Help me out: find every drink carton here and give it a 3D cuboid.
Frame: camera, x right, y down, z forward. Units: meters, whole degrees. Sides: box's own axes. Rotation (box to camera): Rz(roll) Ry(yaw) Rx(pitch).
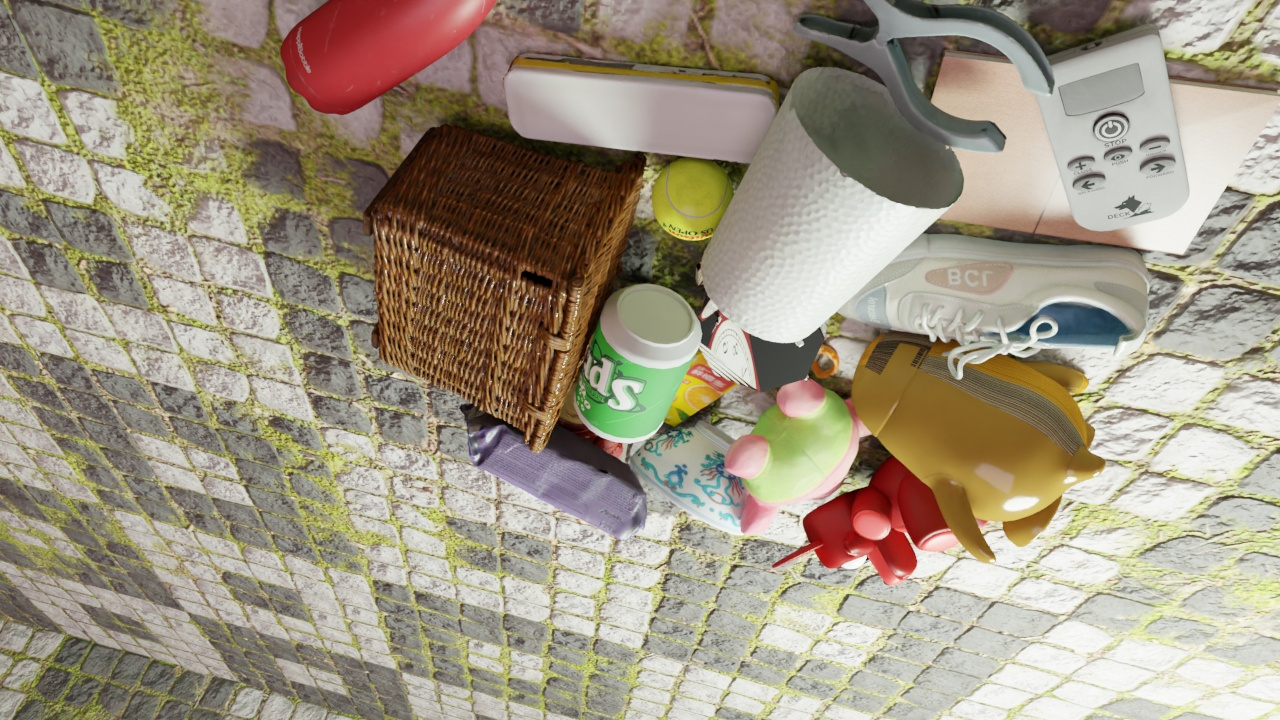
[{"bbox_3d":[0.053,0.015,0.919,0.058,0.042,0.135,29,142,-19],"label":"drink carton"}]

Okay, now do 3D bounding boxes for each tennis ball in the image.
[{"bbox_3d":[0.041,-0.128,0.723,0.065,0.065,0.065,11,143,8],"label":"tennis ball"}]

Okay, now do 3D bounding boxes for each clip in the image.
[{"bbox_3d":[0.190,-0.211,0.574,0.167,0.028,0.128,32,140,-4],"label":"clip"}]

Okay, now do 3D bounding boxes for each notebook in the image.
[{"bbox_3d":[0.304,-0.143,0.651,0.209,0.008,0.142,10,142,9],"label":"notebook"}]

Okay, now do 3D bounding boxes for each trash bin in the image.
[{"bbox_3d":[0.125,-0.101,0.656,0.133,0.133,0.162,24,137,-10],"label":"trash bin"}]

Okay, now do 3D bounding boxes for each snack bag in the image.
[{"bbox_3d":[-0.085,0.101,0.910,0.205,0.096,0.058,31,97,-17],"label":"snack bag"}]

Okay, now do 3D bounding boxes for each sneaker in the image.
[{"bbox_3d":[0.269,-0.040,0.727,0.242,0.090,0.089,2,142,20],"label":"sneaker"}]

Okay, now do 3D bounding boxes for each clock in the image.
[{"bbox_3d":[0.102,-0.045,0.790,0.115,0.064,0.155,3,123,18],"label":"clock"}]

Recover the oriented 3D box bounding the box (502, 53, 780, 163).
[{"bbox_3d":[0.000,-0.191,0.691,0.209,0.033,0.064,8,142,10],"label":"box"}]

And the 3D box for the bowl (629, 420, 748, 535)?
[{"bbox_3d":[0.069,0.111,0.966,0.144,0.074,0.144,31,-174,-4],"label":"bowl"}]

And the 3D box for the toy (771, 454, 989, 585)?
[{"bbox_3d":[0.253,0.173,0.963,0.198,0.120,0.158,-35,165,33],"label":"toy"}]

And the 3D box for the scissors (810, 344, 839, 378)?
[{"bbox_3d":[0.135,-0.023,0.865,0.097,0.012,0.133,-9,137,29],"label":"scissors"}]

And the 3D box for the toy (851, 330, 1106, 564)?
[{"bbox_3d":[0.280,0.055,0.809,0.203,0.198,0.163,32,162,11],"label":"toy"}]

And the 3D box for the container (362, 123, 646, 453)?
[{"bbox_3d":[-0.123,-0.071,0.788,0.183,0.161,0.251,22,143,1],"label":"container"}]

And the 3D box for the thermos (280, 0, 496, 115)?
[{"bbox_3d":[-0.155,-0.247,0.640,0.240,0.073,0.073,-16,132,35],"label":"thermos"}]

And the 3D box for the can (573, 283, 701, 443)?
[{"bbox_3d":[-0.005,0.005,0.814,0.088,0.087,0.140,19,137,-3],"label":"can"}]

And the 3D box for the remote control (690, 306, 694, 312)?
[{"bbox_3d":[0.014,-0.003,0.904,0.024,0.049,0.144,25,142,-13],"label":"remote control"}]

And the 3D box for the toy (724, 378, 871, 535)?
[{"bbox_3d":[0.165,0.099,0.919,0.097,0.192,0.236,48,-177,31],"label":"toy"}]

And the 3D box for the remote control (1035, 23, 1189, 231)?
[{"bbox_3d":[0.318,-0.147,0.615,0.074,0.019,0.151,-11,135,32],"label":"remote control"}]

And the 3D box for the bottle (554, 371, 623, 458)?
[{"bbox_3d":[-0.067,0.077,1.000,0.099,0.098,0.111,10,143,9],"label":"bottle"}]
